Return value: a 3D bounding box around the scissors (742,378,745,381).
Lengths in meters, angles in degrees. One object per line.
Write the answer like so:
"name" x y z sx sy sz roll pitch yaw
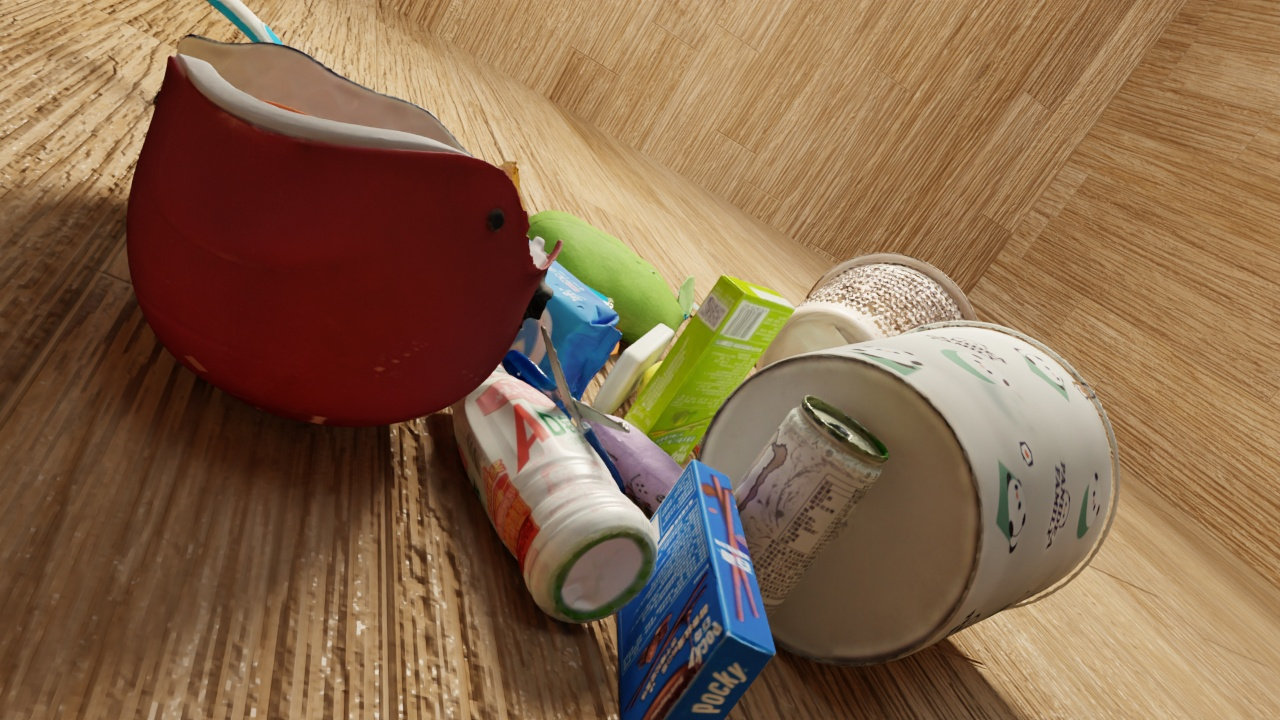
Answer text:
"scissors" 0.140 0.068 0.875 0.226 0.015 0.188 39 15 -19

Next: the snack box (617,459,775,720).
"snack box" 0.020 0.119 0.448 0.026 0.085 0.157 29 17 -12

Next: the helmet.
"helmet" -0.156 -0.038 0.483 0.207 0.144 0.240 20 -6 8

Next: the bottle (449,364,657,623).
"bottle" -0.062 0.058 0.514 0.068 0.068 0.197 19 17 -38

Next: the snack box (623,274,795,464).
"snack box" 0.044 0.012 0.674 0.026 0.157 0.085 44 20 29

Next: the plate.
"plate" -0.199 -0.135 0.595 0.205 0.045 0.205 17 -9 3

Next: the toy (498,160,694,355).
"toy" -0.049 -0.081 0.894 0.246 0.090 0.226 31 33 -30

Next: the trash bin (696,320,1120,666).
"trash bin" 0.180 0.084 0.628 0.229 0.230 0.251 42 24 28

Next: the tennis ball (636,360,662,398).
"tennis ball" 0.030 0.031 0.760 0.065 0.065 0.065 30 17 -10

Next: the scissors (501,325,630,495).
"scissors" -0.042 0.031 0.551 0.176 0.012 0.162 30 -29 51

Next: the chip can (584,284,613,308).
"chip can" -0.129 -0.071 0.751 0.210 0.071 0.071 29 17 -12

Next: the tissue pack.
"tissue pack" -0.087 -0.029 0.666 0.157 0.095 0.052 41 24 27

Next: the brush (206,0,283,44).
"brush" -0.297 -0.228 0.827 0.314 0.110 0.060 31 19 -8

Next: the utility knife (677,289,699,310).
"utility knife" 0.124 -0.025 1.180 0.219 0.015 0.033 41 19 20

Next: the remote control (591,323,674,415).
"remote control" -0.005 0.005 0.784 0.021 0.058 0.149 33 16 4

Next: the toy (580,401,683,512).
"toy" -0.002 0.070 0.616 0.108 0.039 0.084 41 -13 11

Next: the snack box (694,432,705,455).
"snack box" 0.080 0.064 0.822 0.077 0.027 0.155 28 17 -16

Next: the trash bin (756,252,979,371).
"trash bin" 0.234 0.002 1.005 0.227 0.228 0.191 39 30 22

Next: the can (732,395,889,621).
"can" 0.071 0.093 0.505 0.058 0.147 0.058 30 16 -10
